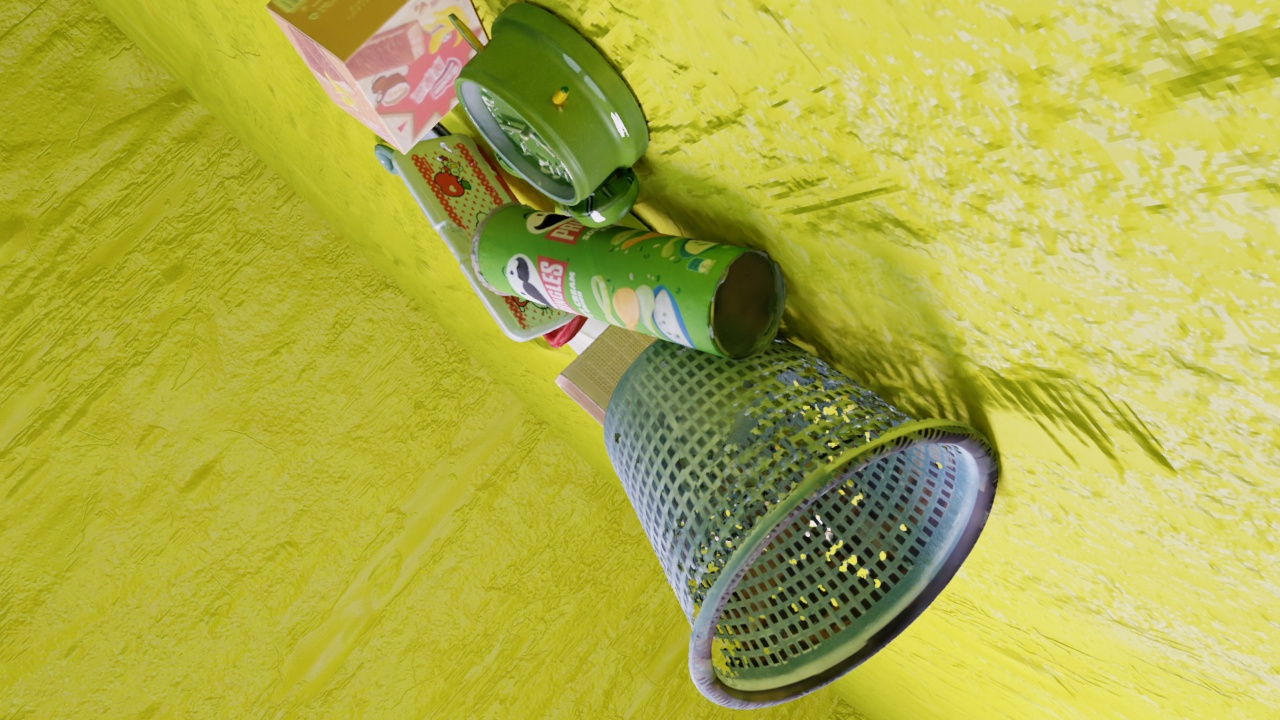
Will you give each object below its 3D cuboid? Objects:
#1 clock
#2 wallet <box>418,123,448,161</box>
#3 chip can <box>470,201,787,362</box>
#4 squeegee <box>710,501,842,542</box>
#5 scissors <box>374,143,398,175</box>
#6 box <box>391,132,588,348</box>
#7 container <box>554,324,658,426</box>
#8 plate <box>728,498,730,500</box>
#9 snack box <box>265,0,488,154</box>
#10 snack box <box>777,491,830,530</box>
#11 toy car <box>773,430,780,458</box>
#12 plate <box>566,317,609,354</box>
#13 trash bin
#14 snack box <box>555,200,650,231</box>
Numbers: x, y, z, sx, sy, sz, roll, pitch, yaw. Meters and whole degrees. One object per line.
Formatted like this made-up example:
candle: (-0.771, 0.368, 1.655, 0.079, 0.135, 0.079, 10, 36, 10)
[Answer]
clock: (-0.053, -0.141, 0.563, 0.116, 0.056, 0.161, 38, 169, 22)
wallet: (-0.189, -0.201, 0.908, 0.121, 0.019, 0.097, 43, 167, -1)
chip can: (-0.017, -0.059, 0.623, 0.236, 0.072, 0.072, 18, 156, 42)
squeegee: (0.094, 0.086, 0.797, 0.248, 0.040, 0.250, -7, 124, 32)
scissors: (-0.259, -0.204, 1.137, 0.170, 0.019, 0.181, 29, 162, 45)
box: (-0.136, -0.096, 0.802, 0.201, 0.100, 0.103, 55, 145, 9)
container: (-0.005, 0.005, 0.818, 0.090, 0.110, 0.090, 42, 169, -3)
plate: (0.036, 0.107, 1.183, 0.229, 0.028, 0.230, 42, 168, 10)
snack box: (-0.160, -0.206, 0.584, 0.077, 0.092, 0.094, 37, 168, 21)
snack box: (0.162, 0.137, 0.964, 0.087, 0.033, 0.140, 44, 167, -10)
toy car: (0.097, 0.071, 0.846, 0.071, 0.041, 0.156, 4, 134, 56)
plate: (-0.024, -0.006, 1.044, 0.266, 0.034, 0.162, 28, 163, 51)
trash bin: (0.081, 0.079, 0.611, 0.195, 0.226, 0.226, 48, 176, 43)
snack box: (-0.031, -0.095, 0.746, 0.086, 0.026, 0.156, 42, 169, 2)
